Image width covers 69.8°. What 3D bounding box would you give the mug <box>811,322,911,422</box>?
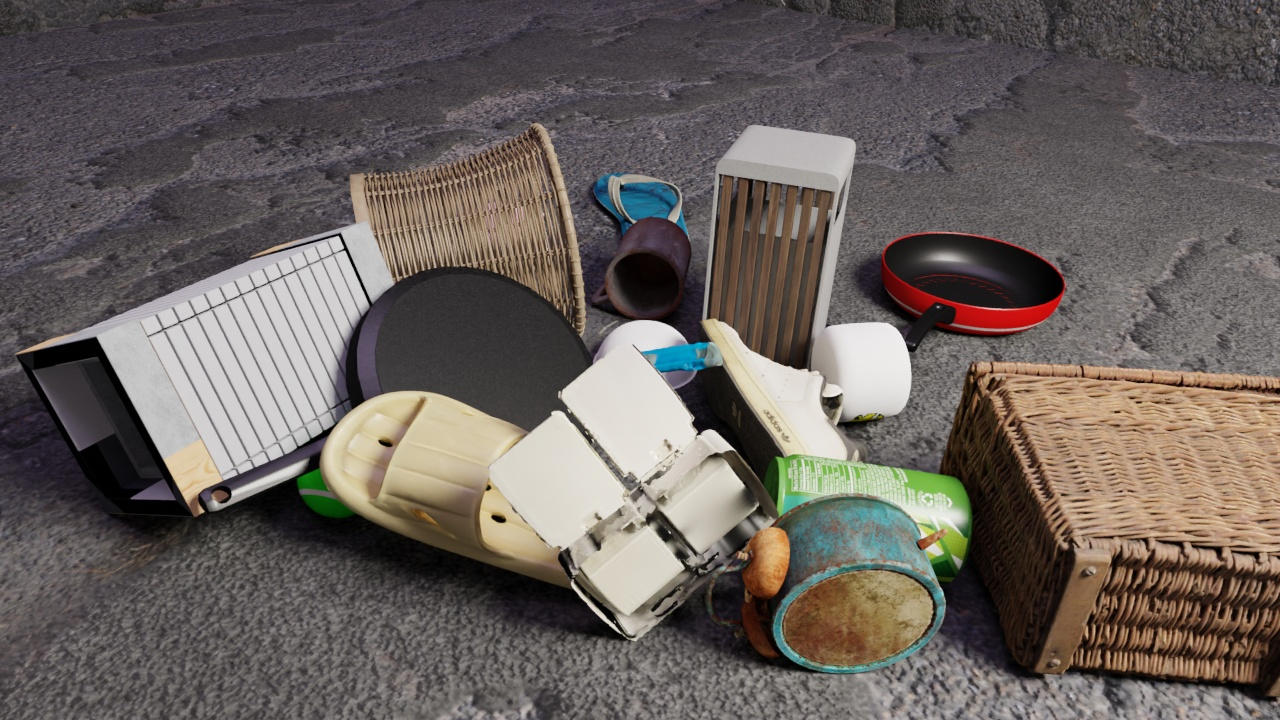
[{"bbox_3d":[0.208,0.012,0.894,0.068,0.094,0.116,-5,-5,-9],"label":"mug"}]

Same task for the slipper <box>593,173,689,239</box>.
[{"bbox_3d":[0.007,-0.221,1.285,0.118,0.060,0.294,-1,31,-12],"label":"slipper"}]

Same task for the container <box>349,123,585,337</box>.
[{"bbox_3d":[-0.179,-0.114,0.953,0.196,0.227,0.226,-12,34,-11],"label":"container"}]

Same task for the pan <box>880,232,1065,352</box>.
[{"bbox_3d":[0.357,-0.067,1.049,0.209,0.067,0.354,20,36,26],"label":"pan"}]

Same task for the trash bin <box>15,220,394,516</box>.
[{"bbox_3d":[-0.333,0.001,0.766,0.143,0.142,0.246,-6,22,37],"label":"trash bin"}]

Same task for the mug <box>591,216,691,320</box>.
[{"bbox_3d":[-0.002,-0.103,1.076,0.123,0.096,0.110,-21,19,21],"label":"mug"}]

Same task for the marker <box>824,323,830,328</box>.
[{"bbox_3d":[0.228,0.000,0.984,0.011,0.011,0.152,-6,32,-13],"label":"marker"}]

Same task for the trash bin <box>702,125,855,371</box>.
[{"bbox_3d":[0.138,-0.107,0.941,0.114,0.229,0.114,12,33,15],"label":"trash bin"}]

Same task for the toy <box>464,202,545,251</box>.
[{"bbox_3d":[-0.183,-0.179,1.206,0.093,0.050,0.102,15,37,14],"label":"toy"}]

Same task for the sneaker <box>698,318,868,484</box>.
[{"bbox_3d":[0.128,0.030,0.848,0.102,0.089,0.241,-15,39,-11],"label":"sneaker"}]

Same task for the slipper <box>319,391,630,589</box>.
[{"bbox_3d":[-0.102,0.089,0.672,0.261,0.079,0.111,24,57,-4],"label":"slipper"}]

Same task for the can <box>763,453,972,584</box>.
[{"bbox_3d":[0.168,0.120,0.700,0.144,0.083,0.082,9,32,-1],"label":"can"}]

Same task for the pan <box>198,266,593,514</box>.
[{"bbox_3d":[-0.180,0.038,0.747,0.355,0.034,0.225,-26,78,-41],"label":"pan"}]

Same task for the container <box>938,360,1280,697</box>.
[{"bbox_3d":[0.364,0.121,0.661,0.250,0.162,0.182,3,35,2],"label":"container"}]

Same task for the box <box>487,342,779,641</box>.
[{"bbox_3d":[-0.001,0.092,0.625,0.145,0.186,0.066,-37,19,-5],"label":"box"}]

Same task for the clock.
[{"bbox_3d":[0.122,0.151,0.627,0.157,0.121,0.073,-5,36,0],"label":"clock"}]

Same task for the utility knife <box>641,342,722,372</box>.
[{"bbox_3d":[-0.005,0.005,0.877,0.196,0.015,0.031,-11,51,36],"label":"utility knife"}]

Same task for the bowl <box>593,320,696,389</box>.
[{"bbox_3d":[0.006,-0.013,0.959,0.110,0.041,0.109,2,31,-1],"label":"bowl"}]

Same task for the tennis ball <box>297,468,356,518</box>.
[{"bbox_3d":[-0.242,0.094,0.740,0.065,0.065,0.065,2,31,-1],"label":"tennis ball"}]
